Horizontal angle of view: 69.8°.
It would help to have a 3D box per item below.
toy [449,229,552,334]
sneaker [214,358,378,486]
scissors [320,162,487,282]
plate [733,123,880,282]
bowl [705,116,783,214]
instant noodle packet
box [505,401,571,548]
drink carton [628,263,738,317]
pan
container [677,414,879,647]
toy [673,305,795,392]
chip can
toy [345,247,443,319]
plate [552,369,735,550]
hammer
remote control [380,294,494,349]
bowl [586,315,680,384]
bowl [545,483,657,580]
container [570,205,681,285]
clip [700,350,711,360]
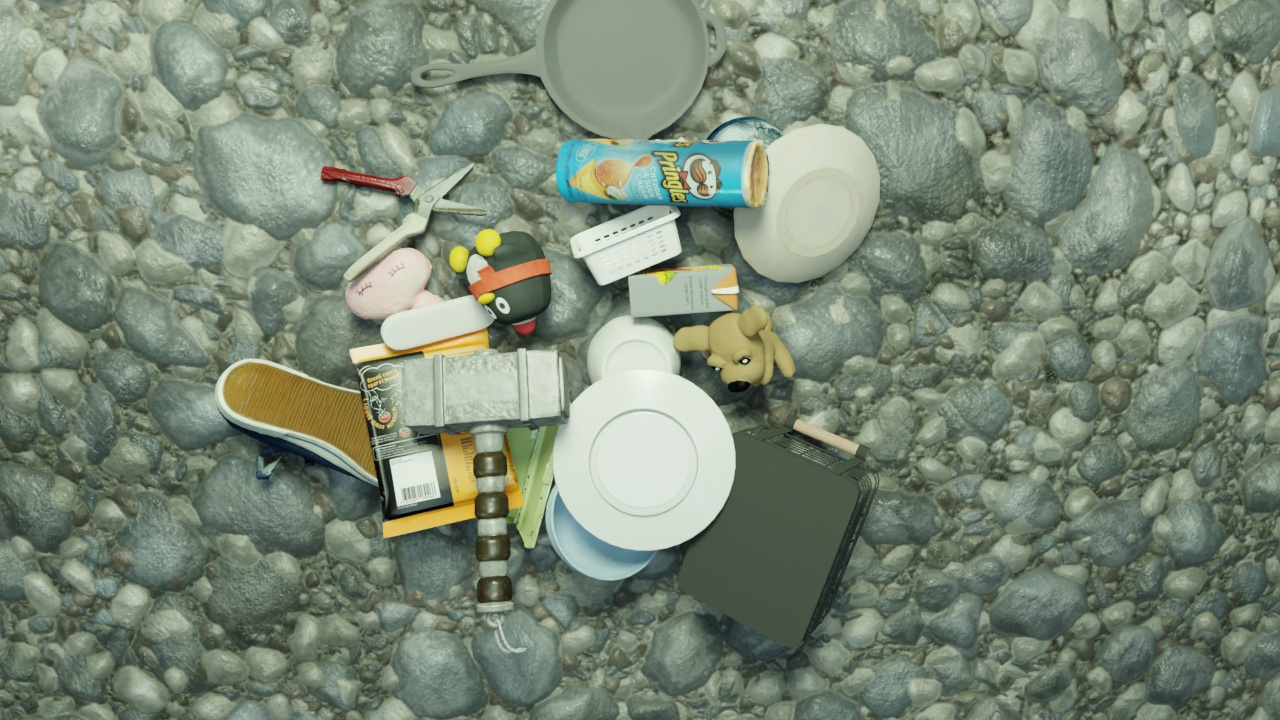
[{"bbox_3d":[-0.147,-0.088,1.048,0.098,0.099,0.119,-19,91,46],"label":"toy"},{"bbox_3d":[-0.361,0.099,1.094,0.294,0.128,0.120,25,63,-18],"label":"sneaker"},{"bbox_3d":[-0.279,-0.164,1.044,0.199,0.015,0.179,16,74,1],"label":"scissors"},{"bbox_3d":[0.197,-0.172,1.050,0.188,0.027,0.189,-10,120,-17],"label":"plate"},{"bbox_3d":[0.126,-0.223,1.055,0.114,0.060,0.114,0,100,-3],"label":"bowl"},{"bbox_3d":[-0.236,0.079,1.068,0.159,0.032,0.220,-11,81,-17],"label":"instant noodle packet"},{"bbox_3d":[-0.140,0.118,1.113,0.130,0.064,0.188,21,101,36],"label":"box"},{"bbox_3d":[0.050,-0.082,1.075,0.125,0.076,0.048,-4,102,2],"label":"drink carton"},{"bbox_3d":[-0.081,-0.341,1.037,0.354,0.024,0.216,-8,102,-2],"label":"pan"},{"bbox_3d":[0.167,0.199,1.090,0.163,0.130,0.241,23,101,24],"label":"container"},{"bbox_3d":[0.123,-0.013,1.063,0.108,0.134,0.105,11,70,-45],"label":"toy"},{"bbox_3d":[0.024,-0.207,1.008,0.230,0.079,0.080,6,102,23],"label":"chip can"},{"bbox_3d":[-0.281,-0.075,1.072,0.108,0.053,0.105,-38,116,3],"label":"toy"},{"bbox_3d":[0.003,0.114,1.041,0.208,0.015,0.208,0,93,3],"label":"plate"},{"bbox_3d":[-0.162,0.149,0.993,0.177,0.079,0.326,-4,79,1],"label":"hammer"},{"bbox_3d":[-0.234,-0.045,1.072,0.136,0.013,0.043,-16,122,-21],"label":"remote control"},{"bbox_3d":[-0.006,0.006,1.092,0.116,0.065,0.116,-1,102,-3],"label":"bowl"},{"bbox_3d":[-0.053,0.191,1.112,0.150,0.075,0.150,7,74,-27],"label":"bowl"},{"bbox_3d":[-0.012,-0.135,1.060,0.129,0.080,0.049,-22,113,2],"label":"container"},{"bbox_3d":[0.102,-0.015,1.107,0.061,0.041,0.024,-16,103,5],"label":"clip"}]
